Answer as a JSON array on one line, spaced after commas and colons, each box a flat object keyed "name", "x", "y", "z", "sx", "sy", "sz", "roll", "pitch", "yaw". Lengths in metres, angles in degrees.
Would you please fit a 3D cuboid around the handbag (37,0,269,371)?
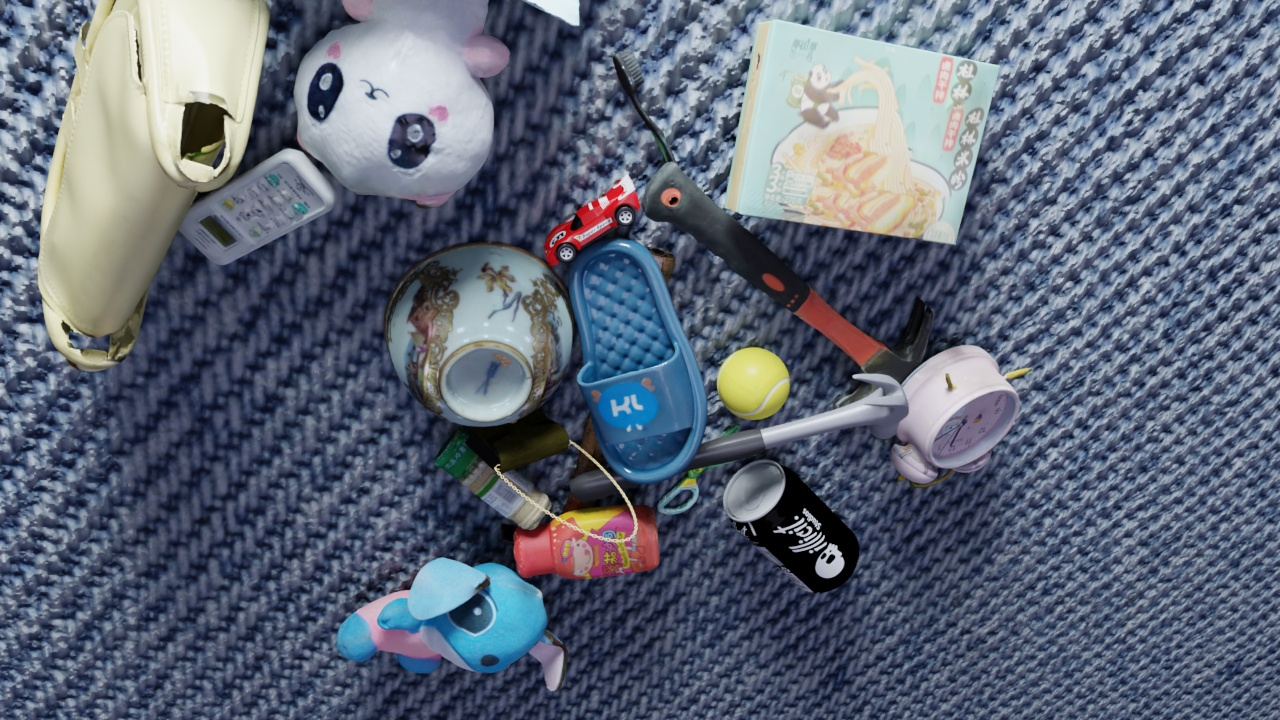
[{"name": "handbag", "x": -0.321, "y": -0.127, "z": 0.582, "sx": 0.088, "sy": 0.190, "sz": 0.233, "roll": 17, "pitch": 130, "yaw": -39}]

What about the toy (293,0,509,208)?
[{"name": "toy", "x": -0.153, "y": -0.193, "z": 0.614, "sx": 0.139, "sy": 0.101, "sz": 0.180, "roll": 28, "pitch": 115, "yaw": 2}]

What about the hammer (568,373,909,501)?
[{"name": "hammer", "x": 0.087, "y": 0.075, "z": 0.820, "sx": 0.311, "sy": 0.029, "sz": 0.125, "roll": -15, "pitch": 157, "yaw": 3}]

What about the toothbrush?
[{"name": "toothbrush", "x": 0.024, "y": -0.161, "z": 0.727, "sx": 0.017, "sy": 0.014, "sz": 0.188, "roll": -41, "pitch": 126, "yaw": -14}]

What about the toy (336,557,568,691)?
[{"name": "toy", "x": -0.174, "y": 0.261, "z": 0.886, "sx": 0.192, "sy": 0.098, "sz": 0.224, "roll": -18, "pitch": 139, "yaw": 21}]

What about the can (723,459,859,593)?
[{"name": "can", "x": 0.153, "y": 0.168, "z": 0.921, "sx": 0.080, "sy": 0.080, "sz": 0.146, "roll": -39, "pitch": 122, "yaw": 12}]

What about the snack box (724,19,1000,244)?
[{"name": "snack box", "x": 0.172, "y": -0.174, "z": 0.718, "sx": 0.193, "sy": 0.044, "sz": 0.141, "roll": 5, "pitch": 105, "yaw": -16}]

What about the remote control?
[{"name": "remote control", "x": -0.277, "y": -0.110, "z": 0.661, "sx": 0.134, "sy": 0.022, "sz": 0.050, "roll": -18, "pitch": 128, "yaw": 28}]

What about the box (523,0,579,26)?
[{"name": "box", "x": -0.124, "y": -0.311, "z": 0.539, "sx": 0.243, "sy": 0.113, "sz": 0.114, "roll": 21, "pitch": 115, "yaw": -24}]

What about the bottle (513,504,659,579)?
[{"name": "bottle", "x": -0.051, "y": 0.172, "z": 0.859, "sx": 0.134, "sy": 0.048, "sz": 0.071, "roll": -6, "pitch": 122, "yaw": -3}]

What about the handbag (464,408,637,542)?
[{"name": "handbag", "x": -0.068, "y": 0.094, "z": 0.762, "sx": 0.083, "sy": 0.178, "sz": 0.027, "roll": -16, "pitch": 129, "yaw": -39}]

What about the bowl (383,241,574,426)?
[{"name": "bowl", "x": -0.126, "y": -0.005, "z": 0.742, "sx": 0.160, "sy": 0.093, "sz": 0.160, "roll": -6, "pitch": 123, "yaw": -10}]

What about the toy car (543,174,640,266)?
[{"name": "toy car", "x": -0.040, "y": -0.110, "z": 0.729, "sx": 0.089, "sy": 0.038, "sz": 0.025, "roll": -31, "pitch": 120, "yaw": 7}]

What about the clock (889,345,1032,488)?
[{"name": "clock", "x": 0.299, "y": 0.063, "z": 0.888, "sx": 0.116, "sy": 0.058, "sz": 0.158, "roll": -7, "pitch": 130, "yaw": -23}]

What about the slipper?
[{"name": "slipper", "x": -0.004, "y": 0.004, "z": 0.754, "sx": 0.104, "sy": 0.059, "sz": 0.214, "roll": -8, "pitch": 105, "yaw": 14}]

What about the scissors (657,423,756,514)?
[{"name": "scissors", "x": 0.058, "y": 0.111, "z": 0.905, "sx": 0.131, "sy": 0.012, "sz": 0.112, "roll": -10, "pitch": 124, "yaw": -5}]

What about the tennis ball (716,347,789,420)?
[{"name": "tennis ball", "x": 0.102, "y": 0.021, "z": 0.826, "sx": 0.065, "sy": 0.065, "sz": 0.065, "roll": -6, "pitch": 122, "yaw": -9}]

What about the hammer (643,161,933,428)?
[{"name": "hammer", "x": 0.129, "y": -0.061, "z": 0.796, "sx": 0.333, "sy": 0.033, "sz": 0.133, "roll": 32, "pitch": 111, "yaw": -30}]

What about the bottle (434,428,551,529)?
[{"name": "bottle", "x": -0.132, "y": 0.108, "z": 0.827, "sx": 0.110, "sy": 0.042, "sz": 0.043, "roll": 39, "pitch": 107, "yaw": -13}]

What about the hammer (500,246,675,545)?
[{"name": "hammer", "x": -0.038, "y": 0.049, "z": 0.834, "sx": 0.120, "sy": 0.033, "sz": 0.331, "roll": 9, "pitch": 119, "yaw": -16}]
